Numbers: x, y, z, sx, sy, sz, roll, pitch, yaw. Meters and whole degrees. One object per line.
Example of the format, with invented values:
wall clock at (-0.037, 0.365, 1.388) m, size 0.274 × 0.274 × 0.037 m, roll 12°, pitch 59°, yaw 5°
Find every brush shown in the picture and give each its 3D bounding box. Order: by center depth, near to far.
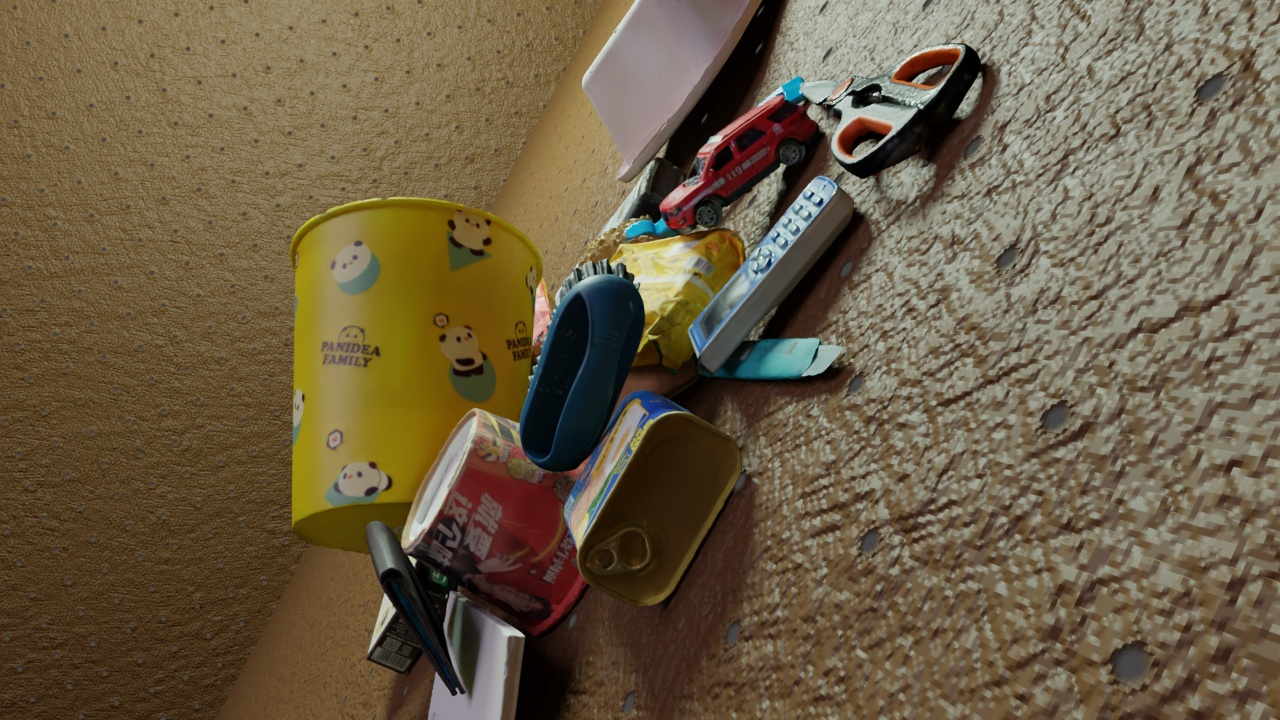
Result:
brush at (-0.036, 0.013, 0.552) m, size 0.073 × 0.055 × 0.144 m, roll -99°, pitch 26°, yaw -54°
brush at (0.035, -0.126, 0.726) m, size 0.255 × 0.046 × 0.083 m, roll -43°, pitch 37°, yaw 28°

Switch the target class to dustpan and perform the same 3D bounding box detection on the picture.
dustpan at (0.060, -0.291, 0.931) m, size 0.272 × 0.139 × 0.223 m, roll -30°, pitch -6°, yaw -34°

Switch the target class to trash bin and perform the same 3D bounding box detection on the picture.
trash bin at (-0.198, 0.026, 0.807) m, size 0.230 × 0.229 × 0.254 m, roll -39°, pitch 49°, yaw 52°

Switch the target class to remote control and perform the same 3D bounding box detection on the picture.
remote control at (0.073, -0.049, 0.523) m, size 0.125 × 0.024 × 0.049 m, roll -50°, pitch 16°, yaw 14°

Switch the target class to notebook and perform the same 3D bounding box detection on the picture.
notebook at (-0.115, 0.236, 0.591) m, size 0.209 × 0.012 × 0.150 m, roll 164°, pitch 116°, yaw -68°

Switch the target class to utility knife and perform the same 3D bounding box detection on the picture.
utility knife at (0.065, -0.003, 0.512) m, size 0.029 × 0.013 × 0.171 m, roll -60°, pitch 17°, yaw -9°

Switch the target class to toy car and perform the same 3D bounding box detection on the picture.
toy car at (0.062, -0.131, 0.617) m, size 0.120 × 0.045 × 0.053 m, roll -40°, pitch 16°, yaw -2°

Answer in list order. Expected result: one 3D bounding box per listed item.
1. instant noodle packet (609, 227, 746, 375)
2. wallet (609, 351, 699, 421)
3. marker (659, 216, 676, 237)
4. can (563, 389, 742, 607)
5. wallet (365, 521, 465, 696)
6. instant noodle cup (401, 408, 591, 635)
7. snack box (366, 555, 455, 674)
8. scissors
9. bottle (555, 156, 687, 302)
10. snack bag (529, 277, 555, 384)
instant noodle packet at (0.008, -0.039, 0.623) m, size 0.129 × 0.044 × 0.110 m, roll 4°, pitch 55°, yaw 53°
wallet at (-0.004, 0.005, 0.645) m, size 0.101 × 0.020 × 0.115 m, roll -34°, pitch 29°, yaw 20°
marker at (0.001, -0.070, 0.789) m, size 0.130 × 0.022 × 0.018 m, roll -62°, pitch 23°, yaw -6°
can at (0.002, 0.071, 0.506) m, size 0.102 × 0.057 × 0.083 m, roll -60°, pitch 14°, yaw 2°
wallet at (-0.152, 0.161, 0.610) m, size 0.020 × 0.096 × 0.122 m, roll -32°, pitch 14°, yaw -14°
instant noodle cup at (-0.093, 0.105, 0.633) m, size 0.138 × 0.108 × 0.137 m, roll -52°, pitch 20°, yaw 27°
snack box at (-0.219, 0.222, 0.908) m, size 0.126 × 0.053 × 0.113 m, roll -54°, pitch 18°, yaw 21°
scissors at (0.141, -0.166, 0.550) m, size 0.125 × 0.021 × 0.234 m, roll -40°, pitch 21°, yaw 29°
bottle at (-0.025, -0.108, 0.887) m, size 0.195 × 0.044 × 0.079 m, roll -45°, pitch 20°, yaw 44°
snack bag at (-0.114, -0.002, 0.949) m, size 0.129 × 0.073 × 0.207 m, roll -63°, pitch 20°, yaw 21°
